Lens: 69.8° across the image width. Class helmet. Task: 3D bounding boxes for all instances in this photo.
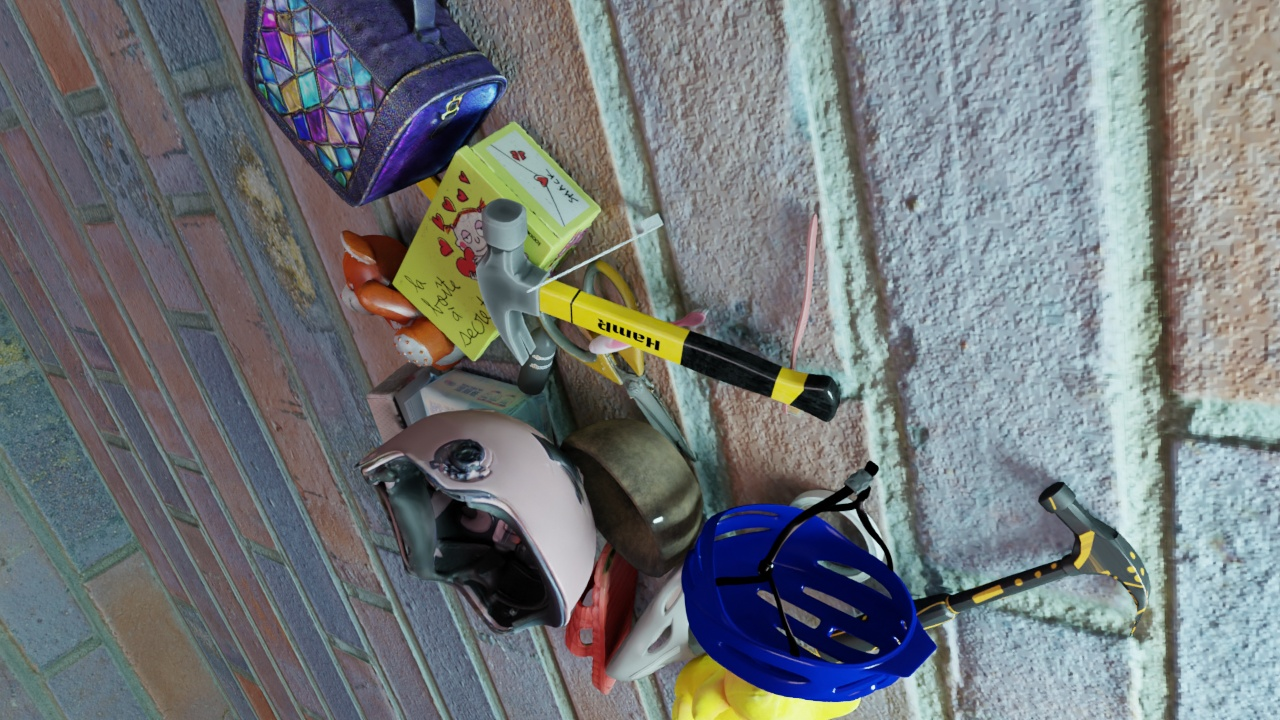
[{"bbox_3d":[0.124,0.163,0.744,0.242,0.147,0.228,25,131,40],"label":"helmet"},{"bbox_3d":[-0.140,0.148,0.899,0.256,0.152,0.230,13,132,37],"label":"helmet"}]

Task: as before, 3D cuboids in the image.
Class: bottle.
[{"bbox_3d":[-0.103,-0.011,0.945,0.030,0.030,0.113,39,137,16],"label":"bottle"}]

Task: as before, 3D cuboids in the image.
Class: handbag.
[{"bbox_3d":[-0.238,-0.272,0.818,0.205,0.125,0.223,49,138,5],"label":"handbag"}]

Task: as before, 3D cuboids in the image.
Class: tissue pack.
[{"bbox_3d":[-0.271,0.094,1.130,0.071,0.103,0.181,-2,119,27],"label":"tissue pack"},{"bbox_3d":[-0.174,0.078,1.046,0.182,0.069,0.112,14,126,39],"label":"tissue pack"}]

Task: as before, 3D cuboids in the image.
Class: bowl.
[{"bbox_3d":[-0.003,0.125,0.893,0.162,0.070,0.162,43,154,27],"label":"bowl"}]

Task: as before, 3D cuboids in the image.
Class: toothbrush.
[{"bbox_3d":[0.006,-0.026,0.829,0.135,0.016,0.021,-15,112,38],"label":"toothbrush"},{"bbox_3d":[-0.033,-0.086,0.714,0.010,0.181,0.010,-25,96,40],"label":"toothbrush"},{"bbox_3d":[0.130,-0.031,0.728,0.016,0.015,0.185,21,129,28],"label":"toothbrush"}]

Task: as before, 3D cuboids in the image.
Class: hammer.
[{"bbox_3d":[0.260,0.205,0.760,0.123,0.036,0.322,50,137,2],"label":"hammer"},{"bbox_3d":[0.009,-0.018,0.767,0.325,0.034,0.170,21,141,13],"label":"hammer"}]

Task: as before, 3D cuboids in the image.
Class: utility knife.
[{"bbox_3d":[-0.249,-0.219,0.946,0.218,0.019,0.031,48,134,-2],"label":"utility knife"}]

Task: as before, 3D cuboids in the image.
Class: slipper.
[{"bbox_3d":[-0.048,0.293,1.054,0.059,0.103,0.249,17,131,16],"label":"slipper"},{"bbox_3d":[0.045,0.273,0.963,0.080,0.112,0.267,32,131,6],"label":"slipper"}]

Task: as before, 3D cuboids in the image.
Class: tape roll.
[{"bbox_3d":[0.172,0.158,0.821,0.093,0.013,0.093,23,131,29],"label":"tape roll"}]

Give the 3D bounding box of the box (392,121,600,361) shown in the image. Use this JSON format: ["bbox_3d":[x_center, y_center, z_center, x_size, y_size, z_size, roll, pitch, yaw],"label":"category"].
[{"bbox_3d":[-0.144,-0.105,0.874,0.124,0.081,0.222,46,138,-2],"label":"box"}]

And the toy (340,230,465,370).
[{"bbox_3d":[-0.262,-0.063,0.997,0.172,0.093,0.164,51,-179,2],"label":"toy"}]

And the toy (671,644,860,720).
[{"bbox_3d":[0.122,0.332,0.936,0.194,0.134,0.087,-38,46,54],"label":"toy"}]

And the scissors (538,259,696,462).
[{"bbox_3d":[-0.004,0.006,0.874,0.228,0.016,0.134,49,129,-6],"label":"scissors"}]
